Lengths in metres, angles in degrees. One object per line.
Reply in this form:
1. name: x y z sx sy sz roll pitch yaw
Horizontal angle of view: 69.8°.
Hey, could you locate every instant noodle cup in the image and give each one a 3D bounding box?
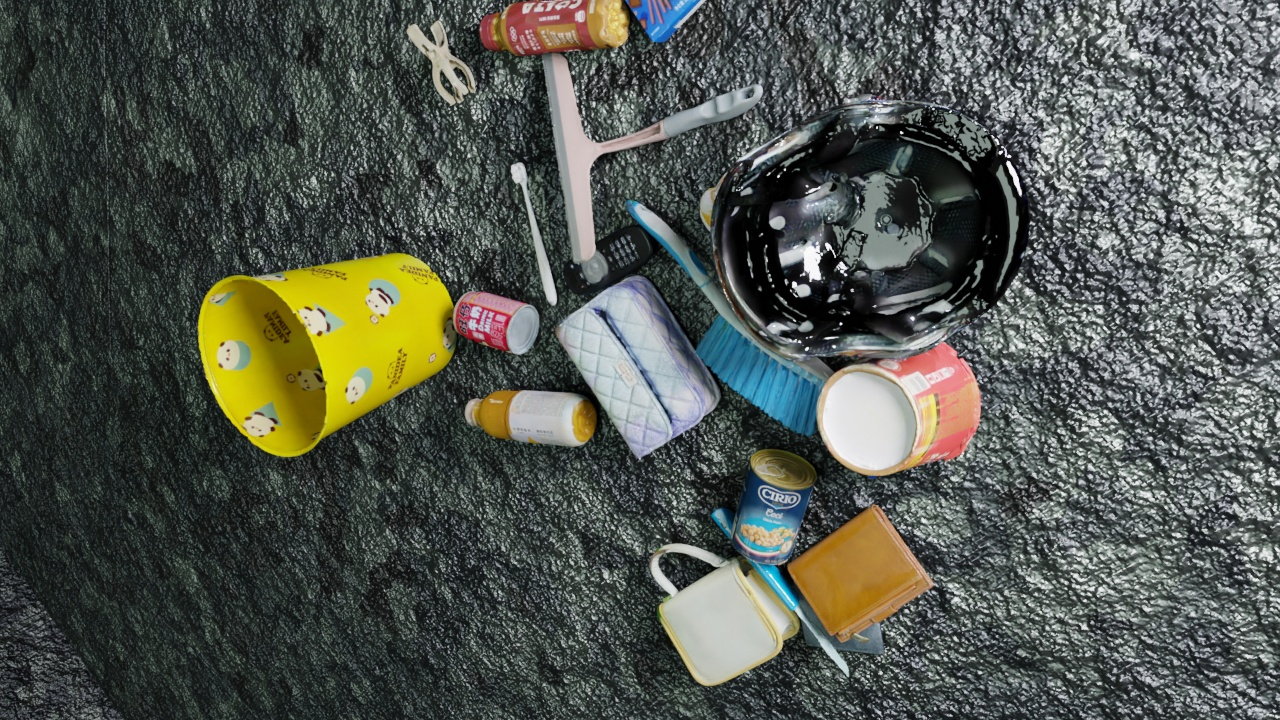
1. instant noodle cup: 0.246 0.046 0.900 0.138 0.108 0.138 10 105 40

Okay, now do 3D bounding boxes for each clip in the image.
1. clip: -0.239 -0.363 1.113 0.035 0.071 0.100 -26 99 38

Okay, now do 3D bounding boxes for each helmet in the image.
1. helmet: 0.210 -0.120 0.847 0.275 0.156 0.230 -16 98 25

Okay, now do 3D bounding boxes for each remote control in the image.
1. remote control: -0.036 -0.119 1.084 0.137 0.024 0.053 -24 95 38

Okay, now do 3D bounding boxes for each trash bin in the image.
1. trash bin: -0.393 -0.027 1.204 0.230 0.254 0.230 12 114 29

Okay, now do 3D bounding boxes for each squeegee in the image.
1. squeegee: 0.021 -0.250 0.990 0.250 0.040 0.247 -11 84 29

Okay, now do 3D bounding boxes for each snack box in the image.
1. snack box: 0.004 -0.419 0.943 0.085 0.026 0.157 -35 87 37

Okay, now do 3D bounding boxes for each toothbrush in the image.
1. toothbrush: -0.131 -0.155 1.136 0.016 0.016 0.180 -4 106 36

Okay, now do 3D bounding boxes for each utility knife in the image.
1. utility knife: 0.167 0.269 1.077 0.018 0.034 0.238 -46 72 22

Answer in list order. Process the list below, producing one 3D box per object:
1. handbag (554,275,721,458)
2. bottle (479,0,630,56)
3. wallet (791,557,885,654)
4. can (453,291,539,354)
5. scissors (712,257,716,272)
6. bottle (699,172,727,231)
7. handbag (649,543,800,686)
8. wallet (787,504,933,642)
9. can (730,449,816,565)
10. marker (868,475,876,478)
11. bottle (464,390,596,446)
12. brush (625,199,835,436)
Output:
1. handbag: -0.006 0.006 1.082 0.134 0.075 0.194 -36 86 37
2. bottle: -0.098 -0.368 1.009 0.175 0.057 0.057 6 111 31
3. wallet: 0.231 0.287 1.073 0.097 0.019 0.121 -2 108 32
4. can: -0.186 -0.050 1.180 0.094 0.066 0.067 17 116 27
5. scissors: 0.114 -0.063 1.018 0.163 0.012 0.164 -35 89 37
6. bottle: 0.113 -0.173 0.945 0.109 0.063 0.063 -38 86 36
7. handbag: 0.092 0.296 1.139 0.164 0.063 0.178 -42 79 38
8. wallet: 0.243 0.244 1.016 0.131 0.035 0.119 -42 72 26
9. can: 0.149 0.167 1.043 0.075 0.075 0.111 24 119 23
10. marker: 0.283 0.073 0.959 0.017 0.016 0.146 43 125 12
11. bottle: -0.148 0.073 1.201 0.190 0.067 0.068 2 109 32
12. brush: 0.086 -0.050 1.006 0.314 0.060 0.110 37 121 17
